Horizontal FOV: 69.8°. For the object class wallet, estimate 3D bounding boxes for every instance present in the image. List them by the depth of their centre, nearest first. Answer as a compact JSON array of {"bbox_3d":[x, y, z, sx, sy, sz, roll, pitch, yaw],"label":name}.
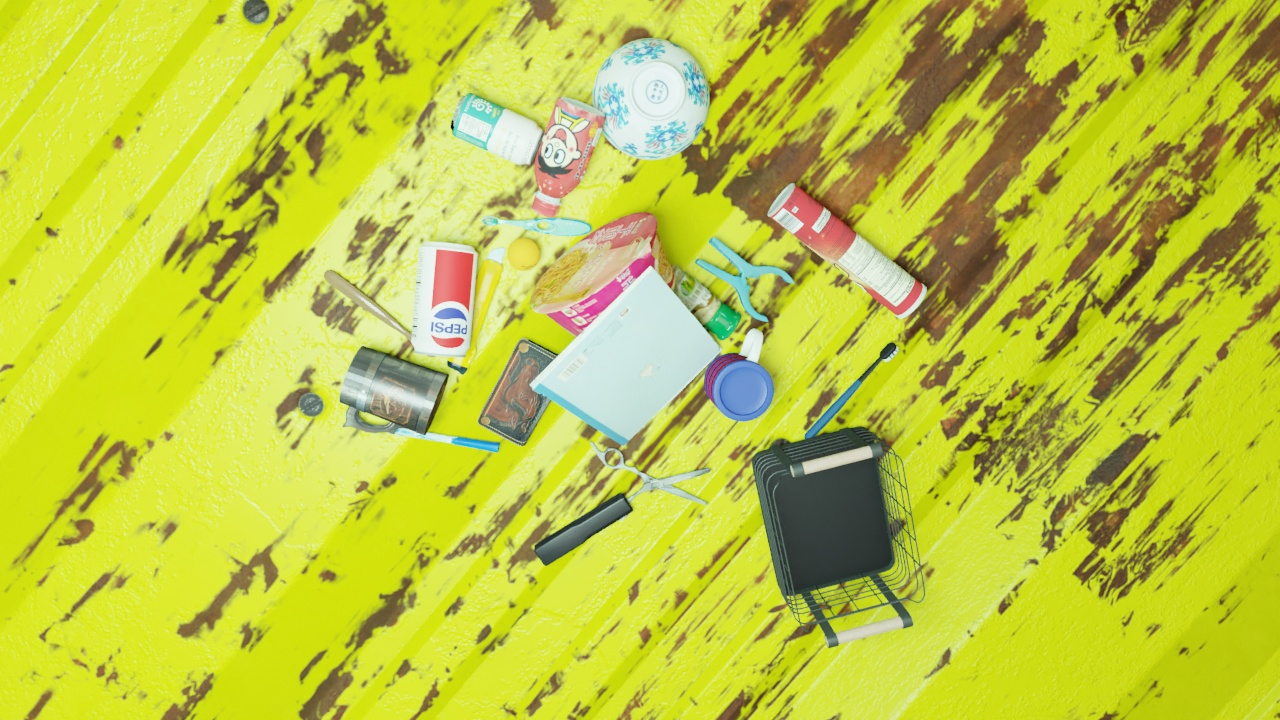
[{"bbox_3d":[-0.147,0.040,1.153,0.072,0.019,0.123,29,95,-4],"label":"wallet"}]

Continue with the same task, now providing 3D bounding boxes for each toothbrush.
[{"bbox_3d":[-0.127,-0.166,1.125,0.135,0.017,0.022,4,107,-5],"label":"toothbrush"},{"bbox_3d":[-0.319,-0.057,1.128,0.167,0.016,0.016,38,94,-7],"label":"toothbrush"},{"bbox_3d":[0.272,0.041,1.189,0.168,0.014,0.014,-48,133,6],"label":"toothbrush"}]

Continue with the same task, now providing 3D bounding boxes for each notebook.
[{"bbox_3d":[-0.006,0.006,1.068,0.181,0.253,0.009,-44,61,2],"label":"notebook"}]

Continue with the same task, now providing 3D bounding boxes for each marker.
[{"bbox_3d":[-0.249,0.099,1.158,0.142,0.013,0.013,10,97,-5],"label":"marker"}]

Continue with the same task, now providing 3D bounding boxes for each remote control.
[{"bbox_3d":[-0.074,0.218,1.183,0.136,0.015,0.032,-32,100,6],"label":"remote control"}]

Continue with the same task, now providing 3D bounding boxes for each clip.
[{"bbox_3d":[0.124,-0.086,1.155,0.130,0.031,0.121,11,102,-6],"label":"clip"}]

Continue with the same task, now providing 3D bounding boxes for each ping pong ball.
[{"bbox_3d":[-0.142,-0.129,1.118,0.040,0.040,0.040,-1,98,-5],"label":"ping pong ball"}]

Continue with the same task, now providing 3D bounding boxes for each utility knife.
[{"bbox_3d":[-0.201,-0.063,1.135,0.030,0.017,0.165,20,97,-12],"label":"utility knife"}]

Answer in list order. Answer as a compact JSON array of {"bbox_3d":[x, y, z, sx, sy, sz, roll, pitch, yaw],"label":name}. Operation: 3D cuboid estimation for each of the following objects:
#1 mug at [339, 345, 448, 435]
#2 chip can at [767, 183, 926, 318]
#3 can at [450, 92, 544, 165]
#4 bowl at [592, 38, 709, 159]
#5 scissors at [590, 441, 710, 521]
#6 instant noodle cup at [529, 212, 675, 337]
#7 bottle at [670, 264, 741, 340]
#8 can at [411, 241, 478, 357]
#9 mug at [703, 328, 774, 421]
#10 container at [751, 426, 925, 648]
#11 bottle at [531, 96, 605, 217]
[{"bbox_3d":[-0.304,0.050,1.118,0.107,0.079,0.116,21,115,-6],"label":"mug"},{"bbox_3d":[0.257,-0.136,1.143,0.214,0.052,0.052,36,94,-8],"label":"chip can"},{"bbox_3d":[-0.170,-0.273,1.086,0.101,0.055,0.055,23,96,-7],"label":"can"},{"bbox_3d":[0.016,-0.313,1.085,0.144,0.074,0.144,-1,98,-5],"label":"bowl"},{"bbox_3d":[0.009,0.148,1.185,0.141,0.014,0.162,-35,99,4],"label":"scissors"},{"bbox_3d":[-0.035,-0.089,1.076,0.178,0.178,0.078,-37,115,1],"label":"instant noodle cup"},{"bbox_3d":[0.073,-0.073,1.143,0.111,0.043,0.043,38,94,-8],"label":"bottle"},{"bbox_3d":[-0.234,-0.072,1.097,0.070,0.070,0.132,5,92,-5],"label":"can"},{"bbox_3d":[0.128,0.015,1.142,0.075,0.076,0.112,20,96,-7],"label":"mug"},{"bbox_3d":[0.247,0.211,1.147,0.163,0.130,0.241,-14,103,-3],"label":"container"},{"bbox_3d":[-0.093,-0.239,1.093,0.062,0.062,0.138,21,110,-7],"label":"bottle"}]
